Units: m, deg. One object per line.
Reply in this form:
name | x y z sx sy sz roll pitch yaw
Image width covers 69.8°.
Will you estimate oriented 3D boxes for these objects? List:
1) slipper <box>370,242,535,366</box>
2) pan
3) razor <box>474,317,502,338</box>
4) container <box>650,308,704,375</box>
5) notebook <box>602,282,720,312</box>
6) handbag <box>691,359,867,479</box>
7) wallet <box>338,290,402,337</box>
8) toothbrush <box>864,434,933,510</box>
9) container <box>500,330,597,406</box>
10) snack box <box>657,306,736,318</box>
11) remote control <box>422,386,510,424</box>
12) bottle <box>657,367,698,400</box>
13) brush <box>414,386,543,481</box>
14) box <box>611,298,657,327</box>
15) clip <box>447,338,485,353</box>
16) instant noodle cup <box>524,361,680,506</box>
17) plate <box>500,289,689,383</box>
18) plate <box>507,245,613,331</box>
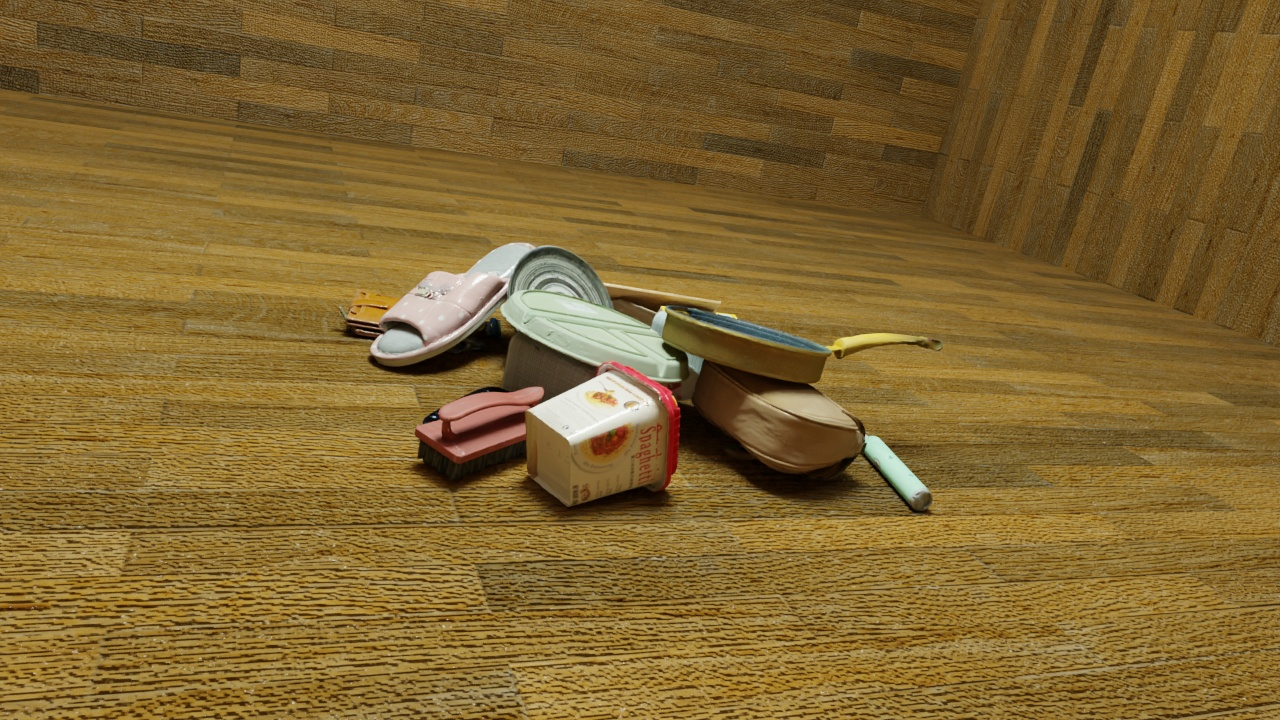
slipper | -0.233 -0.085 1.165 0.114 0.054 0.273 15 44 36
pan | 0.198 -0.022 1.084 0.357 0.078 0.198 12 9 -19
razor | -0.257 -0.058 1.251 0.142 0.022 0.042 19 27 -27
container | 0.077 -0.006 1.225 0.089 0.090 0.111 -7 28 -41
notebook | 0.004 -0.087 1.419 0.211 0.012 0.150 9 -13 -8
handbag | 0.151 0.066 1.048 0.147 0.100 0.204 9 17 -30
wallet | -0.342 -0.060 1.233 0.119 0.035 0.130 13 17 -15
toothbrush | 0.285 0.113 1.086 0.027 0.026 0.224 -14 22 -4
container | -0.084 0.023 1.044 0.114 0.090 0.090 24 23 28
snack box | 0.098 -0.037 1.360 0.140 0.034 0.087 6 37 -33
remote control | -0.181 0.059 0.978 0.053 0.024 0.136 20 23 18
bottle | 0.028 0.022 1.146 0.108 0.063 0.063 13 19 8
brush | -0.148 0.064 0.907 0.063 0.069 0.145 28 24 28
box | -0.021 -0.053 1.316 0.162 0.075 0.085 29 -1 43
clip | -0.229 -0.019 1.203 0.024 0.028 0.056 23 13 27
instant noodle cup | -0.040 0.076 0.891 0.124 0.116 0.117 -19 33 -35
plate | -0.047 -0.032 1.053 0.230 0.027 0.230 21 12 -5
plate | -0.105 -0.063 1.210 0.179 0.179 0.024 -8 -10 -45
